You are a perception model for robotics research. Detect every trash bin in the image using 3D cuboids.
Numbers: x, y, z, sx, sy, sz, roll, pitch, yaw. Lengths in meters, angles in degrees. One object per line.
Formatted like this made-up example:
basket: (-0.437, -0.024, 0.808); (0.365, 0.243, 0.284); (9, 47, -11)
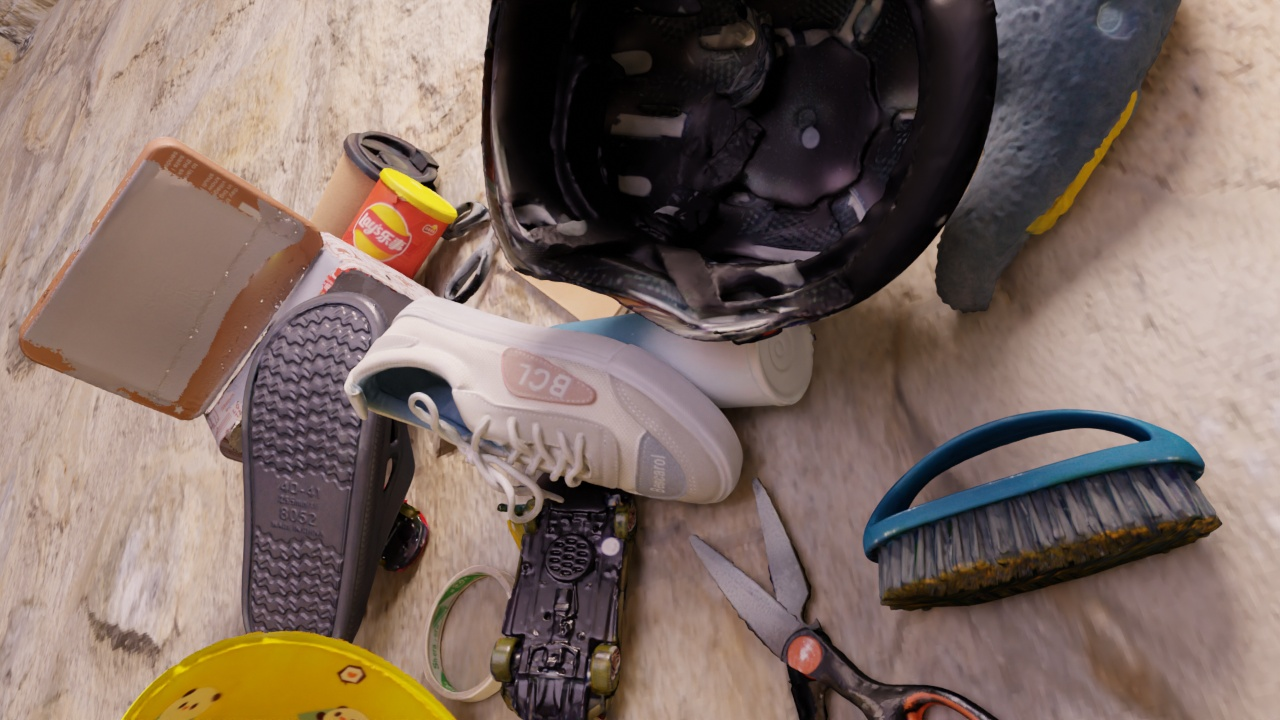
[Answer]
trash bin: (-0.232, 0.315, 0.489); (0.256, 0.229, 0.229); (-46, 45, 18)

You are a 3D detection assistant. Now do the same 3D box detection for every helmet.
helmet: (0.053, -0.129, 0.471); (0.274, 0.156, 0.230); (8, 102, 31)

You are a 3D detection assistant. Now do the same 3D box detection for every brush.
brush: (0.164, 0.061, 0.399); (0.144, 0.055, 0.073); (-24, 55, 29)

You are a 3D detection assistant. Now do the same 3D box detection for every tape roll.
tape roll: (-0.109, 0.177, 0.598); (0.086, 0.014, 0.085); (-20, 55, 32)

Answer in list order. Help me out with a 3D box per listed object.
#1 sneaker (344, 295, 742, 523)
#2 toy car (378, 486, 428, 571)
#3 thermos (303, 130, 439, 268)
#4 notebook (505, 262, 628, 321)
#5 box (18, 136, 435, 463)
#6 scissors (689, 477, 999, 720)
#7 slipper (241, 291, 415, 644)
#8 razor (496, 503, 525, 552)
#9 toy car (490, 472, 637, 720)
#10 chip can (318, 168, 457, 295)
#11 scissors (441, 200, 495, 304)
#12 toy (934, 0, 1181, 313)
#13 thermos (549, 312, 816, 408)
sneaker: (-0.064, 0.035, 0.525); (0.242, 0.090, 0.090); (19, 45, 21)
toy car: (-0.200, 0.120, 0.694); (0.106, 0.031, 0.049); (27, 84, 32)
thermos: (-0.258, -0.141, 0.855); (0.143, 0.093, 0.093); (-50, 44, 20)
notebook: (-0.007, -0.132, 0.684); (0.211, 0.012, 0.149); (-55, 44, 2)
box: (-0.282, -0.021, 0.680); (0.177, 0.260, 0.082); (-53, 44, 3)
scissors: (0.082, 0.164, 0.436); (0.225, 0.021, 0.204); (15, 78, 44)
slipper: (-0.220, 0.084, 0.656); (0.111, 0.083, 0.268); (9, 94, 16)
razor: (-0.066, 0.149, 0.567); (0.043, 0.028, 0.132); (0, 57, -9)
toy car: (-0.039, 0.132, 0.535); (0.070, 0.042, 0.157); (1, 60, 14)
chip can: (-0.247, -0.059, 0.793); (0.217, 0.073, 0.073); (-53, 44, 10)
scissors: (-0.115, -0.119, 0.760); (0.181, 0.014, 0.159); (-4, 64, 44)
toy: (0.203, -0.205, 0.480); (0.138, 0.091, 0.356); (-12, 73, 34)
thermos: (-0.003, 0.003, 0.571); (0.221, 0.070, 0.070); (-7, 63, 39)
